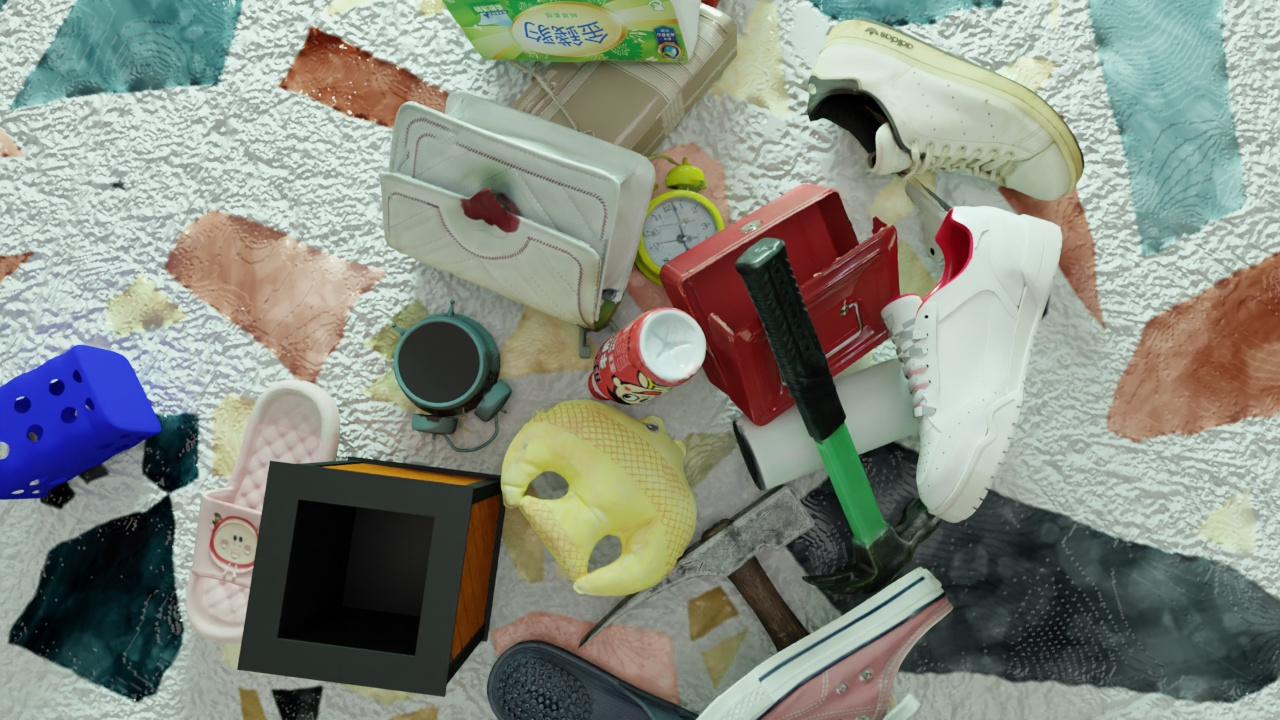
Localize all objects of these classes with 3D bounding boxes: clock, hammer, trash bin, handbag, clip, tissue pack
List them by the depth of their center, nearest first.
[{"bbox_3d":[0.139,0.051,0.678,0.130,0.032,0.319,-38,122,-19],"label":"hammer"},{"bbox_3d":[-0.190,0.153,0.700,0.140,0.172,0.139,7,85,1],"label":"trash bin"},{"bbox_3d":[-0.103,-0.118,0.733,0.198,0.096,0.142,21,117,12],"label":"handbag"},{"bbox_3d":[-0.048,-0.329,0.735,0.198,0.120,0.141,7,79,7],"label":"tissue pack"},{"bbox_3d":[0.114,0.283,0.757,0.217,0.037,0.300,-35,87,-2],"label":"hammer"},{"bbox_3d":[-0.160,0.017,0.771,0.090,0.053,0.124,-22,88,-1],"label":"clock"},{"bbox_3d":[0.026,-0.116,0.777,0.083,0.057,0.119,-24,92,0],"label":"clock"},{"bbox_3d":[0.264,-0.115,0.780,0.044,0.101,0.054,-26,129,1],"label":"clip"},{"bbox_3d":[-0.042,-0.041,0.790,0.061,0.023,0.075,-18,88,-2],"label":"clip"},{"bbox_3d":[-0.047,-0.269,0.801,0.198,0.062,0.175,40,86,12],"label":"handbag"}]

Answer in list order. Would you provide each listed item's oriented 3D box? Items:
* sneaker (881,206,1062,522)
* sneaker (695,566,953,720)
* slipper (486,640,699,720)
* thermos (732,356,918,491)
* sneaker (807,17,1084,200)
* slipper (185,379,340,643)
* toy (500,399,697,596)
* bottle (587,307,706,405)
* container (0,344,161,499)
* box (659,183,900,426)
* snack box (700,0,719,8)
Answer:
[{"bbox_3d":[0.227,-0.005,0.687,0.104,0.090,0.236,17,86,4],"label":"sneaker"},{"bbox_3d":[0.141,0.251,0.689,0.241,0.118,0.088,-30,70,-8],"label":"sneaker"},{"bbox_3d":[-0.007,0.315,0.732,0.263,0.082,0.101,32,84,3],"label":"slipper"},{"bbox_3d":[0.194,0.038,0.760,0.230,0.068,0.068,-21,86,-2],"label":"thermos"},{"bbox_3d":[0.245,-0.188,0.765,0.241,0.089,0.102,31,77,7],"label":"sneaker"},{"bbox_3d":[-0.309,0.123,0.755,0.107,0.055,0.221,15,83,13],"label":"slipper"},{"bbox_3d":[-0.026,0.101,0.747,0.154,0.065,0.170,-39,85,-27],"label":"toy"},{"bbox_3d":[-0.004,0.004,0.729,0.062,0.138,0.062,7,73,-22],"label":"bottle"},{"bbox_3d":[-0.478,0.050,0.755,0.113,0.084,0.085,-28,84,-3],"label":"container"},{"bbox_3d":[0.112,-0.048,0.736,0.157,0.137,0.127,-32,44,-12],"label":"box"},{"bbox_3d":[-0.016,-0.413,0.800,0.236,0.060,0.113,24,87,2],"label":"snack box"}]
